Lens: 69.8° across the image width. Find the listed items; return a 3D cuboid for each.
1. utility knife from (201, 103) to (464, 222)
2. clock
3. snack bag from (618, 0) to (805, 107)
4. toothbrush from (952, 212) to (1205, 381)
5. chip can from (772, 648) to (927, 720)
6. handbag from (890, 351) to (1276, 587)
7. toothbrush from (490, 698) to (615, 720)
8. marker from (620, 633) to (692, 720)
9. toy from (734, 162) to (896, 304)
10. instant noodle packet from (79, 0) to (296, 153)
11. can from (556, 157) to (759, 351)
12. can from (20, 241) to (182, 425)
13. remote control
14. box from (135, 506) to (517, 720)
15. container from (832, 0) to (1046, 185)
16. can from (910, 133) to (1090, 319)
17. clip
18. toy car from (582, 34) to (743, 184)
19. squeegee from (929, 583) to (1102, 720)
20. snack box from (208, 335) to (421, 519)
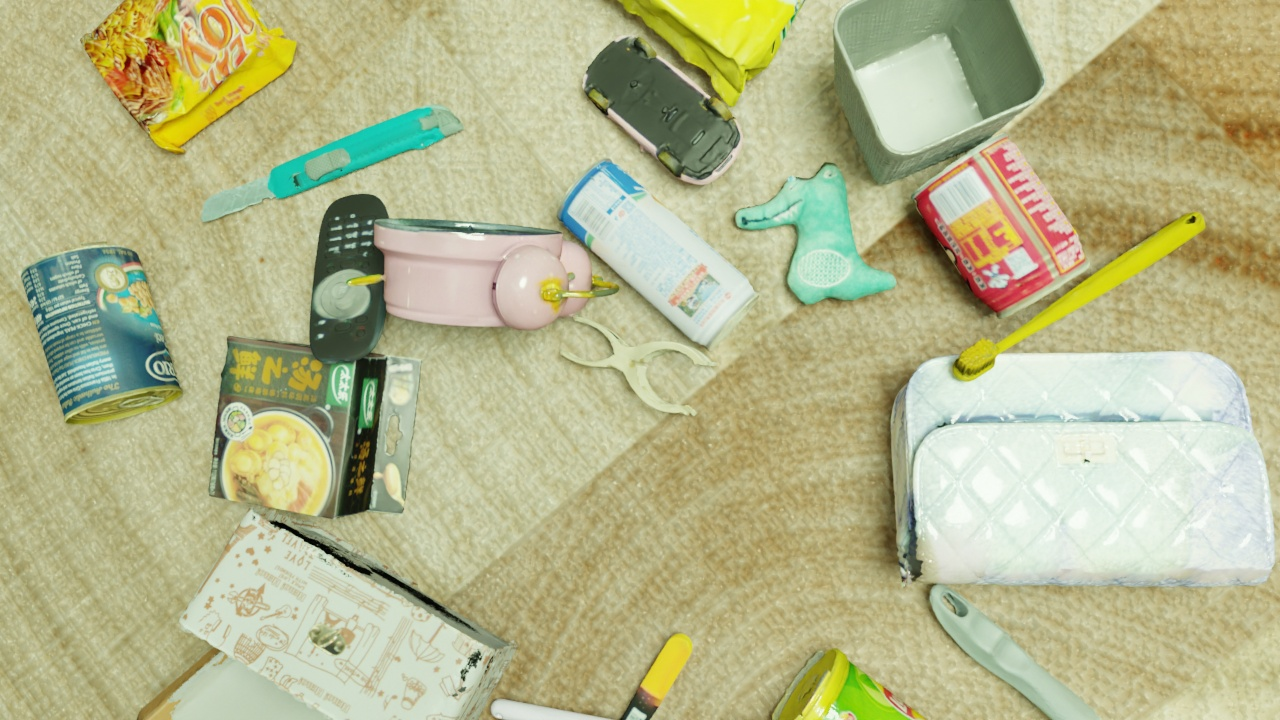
[{"bbox_3d":[-0.224,-0.139,0.653,0.208,0.013,0.029,-19,86,9],"label":"utility knife"},{"bbox_3d":[-0.091,-0.055,0.581,0.158,0.117,0.060,6,100,12],"label":"clock"},{"bbox_3d":[0.074,-0.304,0.578,0.158,0.068,0.246,39,95,8],"label":"snack bag"},{"bbox_3d":[0.260,-0.041,0.538,0.190,0.017,0.015,-30,61,-12],"label":"toothbrush"},{"bbox_3d":[0.186,0.268,0.552,0.221,0.072,0.072,36,95,7],"label":"chip can"},{"bbox_3d":[0.247,0.063,0.534,0.194,0.075,0.134,-2,77,9],"label":"handbag"},{"bbox_3d":[-0.013,0.239,0.599,0.189,0.021,0.029,1,122,19],"label":"toothbrush"},{"bbox_3d":[-0.001,0.235,0.613,0.018,0.015,0.124,31,97,10],"label":"marker"},{"bbox_3d":[0.110,-0.081,0.591,0.096,0.030,0.092,-8,83,17],"label":"toy"},{"bbox_3d":[-0.324,-0.226,0.656,0.128,0.044,0.111,-36,88,7],"label":"instant noodle packet"},{"bbox_3d":[0.011,-0.068,0.593,0.134,0.053,0.053,42,96,7],"label":"can"},{"bbox_3d":[-0.379,-0.018,0.646,0.075,0.075,0.111,-20,86,8],"label":"can"},{"bbox_3d":[-0.196,-0.055,0.626,0.053,0.024,0.136,-6,62,3],"label":"remote control"},{"bbox_3d":[-0.203,0.215,0.577,0.182,0.153,0.177,28,75,9],"label":"box"},{"bbox_3d":[0.165,-0.161,0.538,0.090,0.114,0.090,-22,86,8],"label":"container"},{"bbox_3d":[0.217,-0.079,0.553,0.066,0.066,0.094,-33,84,7],"label":"can"},{"bbox_3d":[-0.005,0.015,0.606,0.105,0.034,0.083,4,89,14],"label":"clip"},{"bbox_3d":[0.015,-0.164,0.604,0.056,0.037,0.122,-46,70,4],"label":"toy car"},{"bbox_3d":[0.273,0.223,0.548,0.246,0.039,0.246,39,68,19],"label":"squeegee"},{"bbox_3d":[-0.226,0.046,0.637,0.126,0.053,0.113,7,91,15],"label":"snack box"}]
